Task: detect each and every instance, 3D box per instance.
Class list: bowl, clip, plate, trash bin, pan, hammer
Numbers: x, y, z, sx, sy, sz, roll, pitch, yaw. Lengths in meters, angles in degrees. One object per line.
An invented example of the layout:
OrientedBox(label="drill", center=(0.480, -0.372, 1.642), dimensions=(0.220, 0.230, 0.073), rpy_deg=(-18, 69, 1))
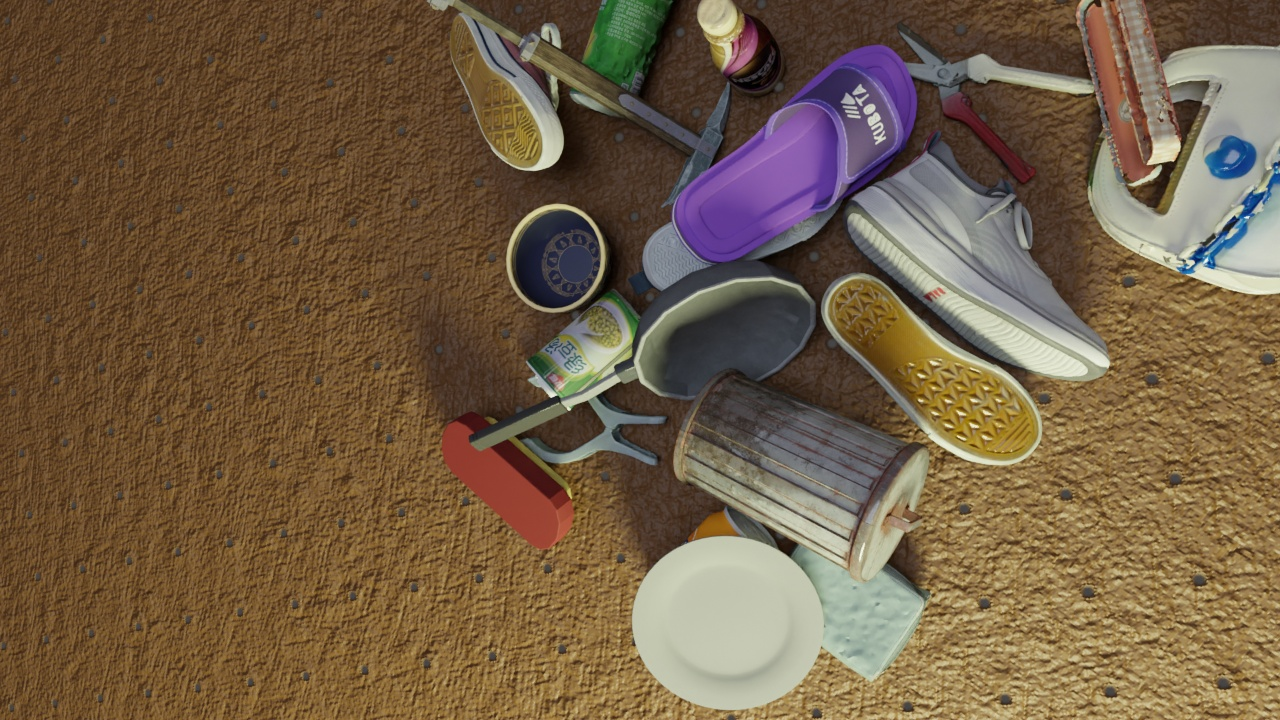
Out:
OrientedBox(label="bowl", center=(-0.078, -0.105, 0.973), dimensions=(0.112, 0.061, 0.112), rpy_deg=(0, 89, 21))
OrientedBox(label="clip", center=(-0.051, 0.041, 0.980), dimensions=(0.172, 0.029, 0.141), rpy_deg=(2, 91, 20))
OrientedBox(label="plate", center=(0.081, 0.246, 0.863), dimensions=(0.178, 0.012, 0.178), rpy_deg=(1, 103, 5))
OrientedBox(label="trash bin", center=(0.151, 0.102, 0.832), dimensions=(0.211, 0.130, 0.131), rpy_deg=(25, 98, 30))
OrientedBox(label="pan", center=(-0.005, 0.005, 0.879), dimensions=(0.357, 0.178, 0.041), rpy_deg=(-25, 55, 9))
OrientedBox(label="hammer", center=(-0.058, -0.281, 0.892), dimensions=(0.316, 0.028, 0.147), rpy_deg=(27, 84, -17))

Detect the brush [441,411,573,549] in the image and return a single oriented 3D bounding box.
OrientedBox(label="brush", center=(-0.140, 0.125, 0.992), dimensions=(0.173, 0.041, 0.082), rpy_deg=(39, 133, 17))

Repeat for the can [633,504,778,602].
OrientedBox(label="can", center=(0.064, 0.216, 0.906), dimensions=(0.079, 0.079, 0.143), rpy_deg=(44, 104, 16))

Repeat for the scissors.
OrientedBox(label="scissors", center=(0.319, -0.247, 0.850), dimensions=(0.180, 0.015, 0.193), rpy_deg=(-15, 84, 21))

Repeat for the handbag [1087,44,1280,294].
OrientedBox(label="handbag", center=(0.480, -0.165, 0.753), dimensions=(0.200, 0.092, 0.201), rpy_deg=(22, 97, 28))

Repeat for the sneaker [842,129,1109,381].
OrientedBox(label="sneaker", center=(0.316, -0.091, 0.816), dimensions=(0.263, 0.097, 0.128), rpy_deg=(41, 81, 7))

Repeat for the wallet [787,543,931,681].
OrientedBox(label="wallet", center=(0.196, 0.226, 0.872), dimensions=(0.132, 0.054, 0.100), rpy_deg=(35, 93, 20))

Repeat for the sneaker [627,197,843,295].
OrientedBox(label="sneaker", center=(0.096, -0.133, 0.897), dimensions=(0.235, 0.087, 0.089), rpy_deg=(-30, 93, -8))

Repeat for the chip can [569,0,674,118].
OrientedBox(label="chip can", center=(-0.004, -0.362, 0.943), dimensions=(0.075, 0.075, 0.223), rpy_deg=(23, 98, 19))

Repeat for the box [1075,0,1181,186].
OrientedBox(label="box", center=(0.408, -0.242, 0.770), dimensions=(0.043, 0.083, 0.186), rpy_deg=(-7, 72, 10))

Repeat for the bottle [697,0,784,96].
OrientedBox(label="bottle", center=(0.091, -0.296, 0.855), dimensions=(0.060, 0.166, 0.059), rpy_deg=(0, 89, 20))

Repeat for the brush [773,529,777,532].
OrientedBox(label="brush", center=(0.171, 0.114, 0.901), dimensions=(0.136, 0.015, 0.050), rpy_deg=(-38, 76, 16))

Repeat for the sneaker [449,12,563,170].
OrientedBox(label="sneaker", center=(-0.126, -0.289, 0.980), dimensions=(0.241, 0.087, 0.119), rpy_deg=(60, 141, 31))

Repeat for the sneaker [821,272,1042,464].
OrientedBox(label="sneaker", center=(0.257, 0.009, 0.841), dimensions=(0.235, 0.079, 0.087), rpy_deg=(39, 95, -2))

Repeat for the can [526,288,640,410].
OrientedBox(label="can", center=(-0.053, -0.011, 0.943), dimensions=(0.121, 0.067, 0.067), rpy_deg=(-41, 75, -3))

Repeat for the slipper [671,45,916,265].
OrientedBox(label="slipper", center=(0.151, -0.186, 0.816), dimensions=(0.266, 0.084, 0.107), rpy_deg=(-37, 95, -7))
